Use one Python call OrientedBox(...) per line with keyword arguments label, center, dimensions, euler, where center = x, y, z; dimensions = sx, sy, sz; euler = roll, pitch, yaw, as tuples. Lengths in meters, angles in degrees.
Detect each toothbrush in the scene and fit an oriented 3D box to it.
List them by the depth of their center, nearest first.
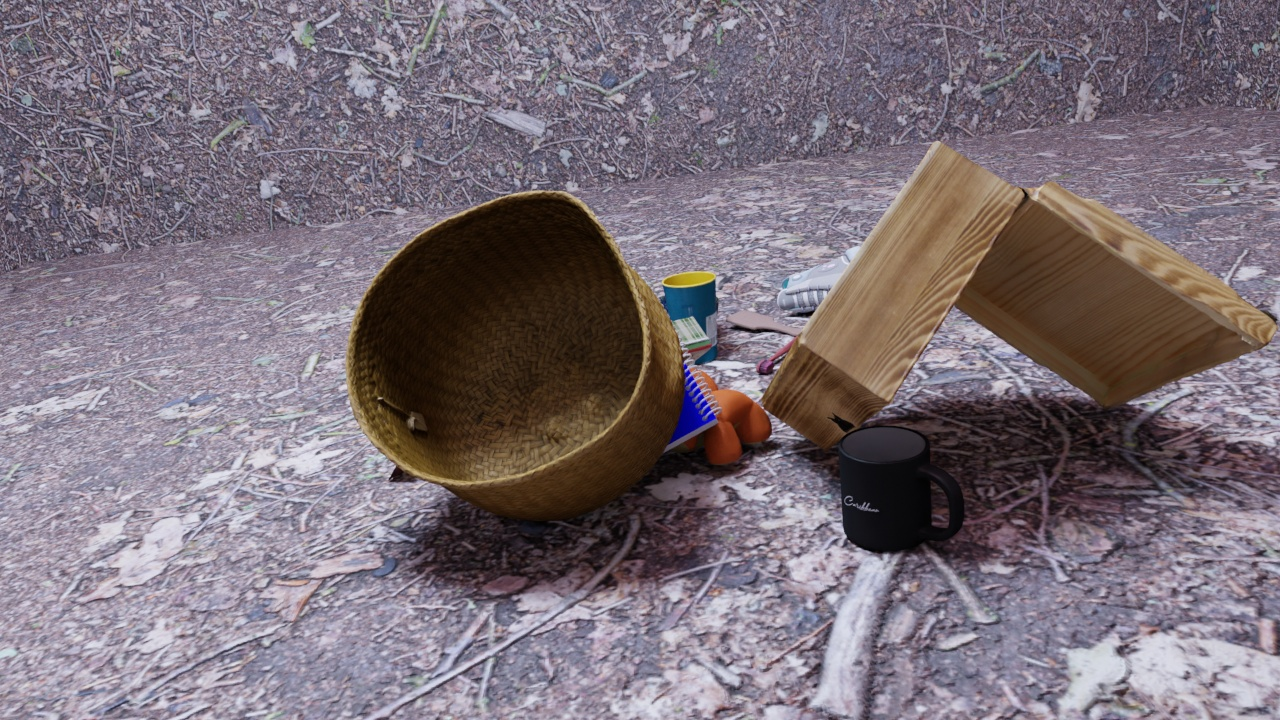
OrientedBox(label="toothbrush", center=(0.217, -0.019, 1.313), dimensions=(0.016, 0.016, 0.189), euler=(12, 26, 33))

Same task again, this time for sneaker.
OrientedBox(label="sneaker", center=(0.297, -0.095, 1.412), dimensions=(0.160, 0.093, 0.256), euler=(-14, 20, 8))

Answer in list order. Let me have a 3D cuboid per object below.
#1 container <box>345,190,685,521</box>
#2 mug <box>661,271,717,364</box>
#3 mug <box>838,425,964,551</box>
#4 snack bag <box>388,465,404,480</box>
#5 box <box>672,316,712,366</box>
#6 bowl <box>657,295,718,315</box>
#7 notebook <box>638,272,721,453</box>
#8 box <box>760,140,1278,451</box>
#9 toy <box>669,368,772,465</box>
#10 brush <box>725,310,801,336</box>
OrientedBox(label="container", center=(-0.113, 0.011, 0.927), dimensions=(0.307, 0.306, 0.196), euler=(-2, -23, 17))
OrientedBox(label="mug", center=(0.077, -0.060, 1.323), dimensions=(0.078, 0.121, 0.078), euler=(-7, 19, 2))
OrientedBox(label="mug", center=(0.231, 0.117, 0.810), dimensions=(0.078, 0.088, 0.114), euler=(-22, 24, -36))
OrientedBox(label="snack bag", center=(-0.253, 0.095, 1.130), dimensions=(0.013, 0.057, 0.157), euler=(39, 30, 5))
OrientedBox(label="box", center=(-0.007, 0.007, 1.156), dimensions=(0.118, 0.051, 0.205), euler=(-43, -18, 33))
OrientedBox(label="bowl", center=(0.067, -0.063, 1.429), dimensions=(0.114, 0.061, 0.114), euler=(-5, 20, 2))
OrientedBox(label="notebook", center=(-0.028, 0.019, 1.018), dimensions=(0.171, 0.022, 0.209), euler=(-29, 61, 3))
OrientedBox(label="box", center=(0.342, -0.007, 0.891), dimensions=(0.336, 0.285, 0.279), euler=(33, -11, 10))
OrientedBox(label="toy", center=(0.058, 0.056, 1.045), dimensions=(0.176, 0.096, 0.111), euler=(34, 40, 29))
OrientedBox(label="brush", center=(0.197, -0.052, 1.423), dimensions=(0.136, 0.015, 0.049), euler=(19, 33, 41))
